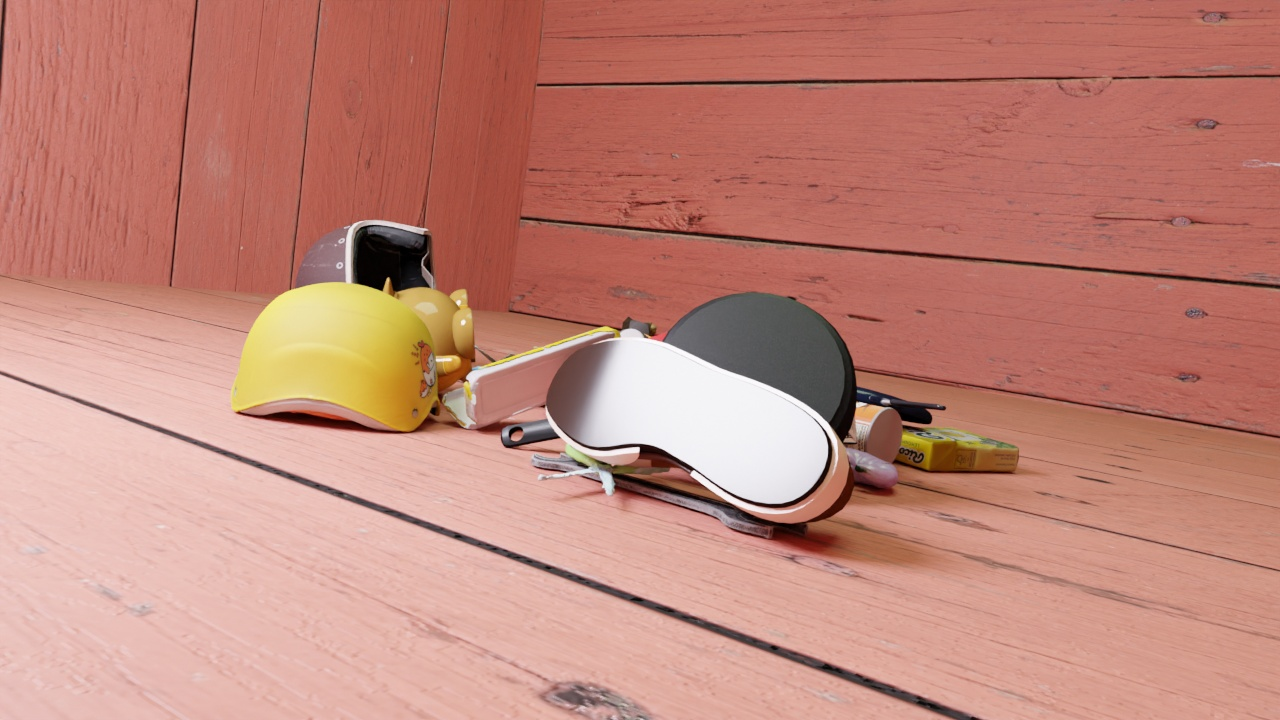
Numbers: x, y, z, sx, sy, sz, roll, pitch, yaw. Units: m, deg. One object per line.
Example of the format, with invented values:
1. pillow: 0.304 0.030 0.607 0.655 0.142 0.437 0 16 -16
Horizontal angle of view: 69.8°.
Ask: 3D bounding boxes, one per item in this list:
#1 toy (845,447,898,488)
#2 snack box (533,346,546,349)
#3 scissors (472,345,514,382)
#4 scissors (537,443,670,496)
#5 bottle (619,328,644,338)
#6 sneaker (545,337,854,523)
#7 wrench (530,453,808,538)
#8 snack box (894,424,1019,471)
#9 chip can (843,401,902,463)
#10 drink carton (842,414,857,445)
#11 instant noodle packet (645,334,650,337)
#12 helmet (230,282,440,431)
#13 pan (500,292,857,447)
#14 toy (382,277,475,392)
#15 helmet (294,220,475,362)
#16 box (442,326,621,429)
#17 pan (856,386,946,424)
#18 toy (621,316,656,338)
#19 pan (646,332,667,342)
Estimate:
1. toy: 0.222 0.112 0.968 0.100 0.036 0.080 10 3 10
2. snack box: -0.045 0.025 1.405 0.203 0.069 0.154 9 3 20
3. scissors: -0.196 0.020 1.336 0.135 0.015 0.135 27 -25 -19
4. scissors: -0.039 0.093 0.794 0.139 0.028 0.170 14 4 29
5. bottle: -0.007 0.007 1.215 0.084 0.046 0.174 43 -13 17
6. sneaker: 0.052 0.063 0.779 0.294 0.111 0.116 14 -17 37
7. wrench: 0.014 0.112 0.787 0.274 0.010 0.070 11 5 36
8. snack box: 0.396 0.112 1.206 0.180 0.045 0.121 5 6 -31
9. chip can: 0.214 0.077 1.153 0.075 0.075 0.215 3 6 -43
10. drink carton: 0.179 0.081 1.054 0.064 0.040 0.130 5 -11 -34
11. instant noodle packet: 0.121 0.029 1.383 0.220 0.032 0.160 24 11 -44
12. helmet: -0.315 -0.014 0.989 0.209 0.139 0.240 7 4 -5
13. pan: 0.034 0.037 0.898 0.356 0.203 0.044 -11 -28 2
14. toy: -0.318 -0.030 1.165 0.203 0.163 0.198 -5 26 -14
15. helmet: -0.383 -0.090 1.375 0.253 0.233 0.234 -3 -8 -10
16. box: -0.116 0.009 1.034 0.208 0.080 0.079 -21 48 -36
17. pan: 0.299 0.049 1.147 0.198 0.021 0.356 16 -3 -6
18. toy: 0.000 -0.034 1.479 0.062 0.076 0.100 -36 -12 -10
19. pan: 0.052 0.040 1.114 0.209 0.067 0.356 -24 -21 15
